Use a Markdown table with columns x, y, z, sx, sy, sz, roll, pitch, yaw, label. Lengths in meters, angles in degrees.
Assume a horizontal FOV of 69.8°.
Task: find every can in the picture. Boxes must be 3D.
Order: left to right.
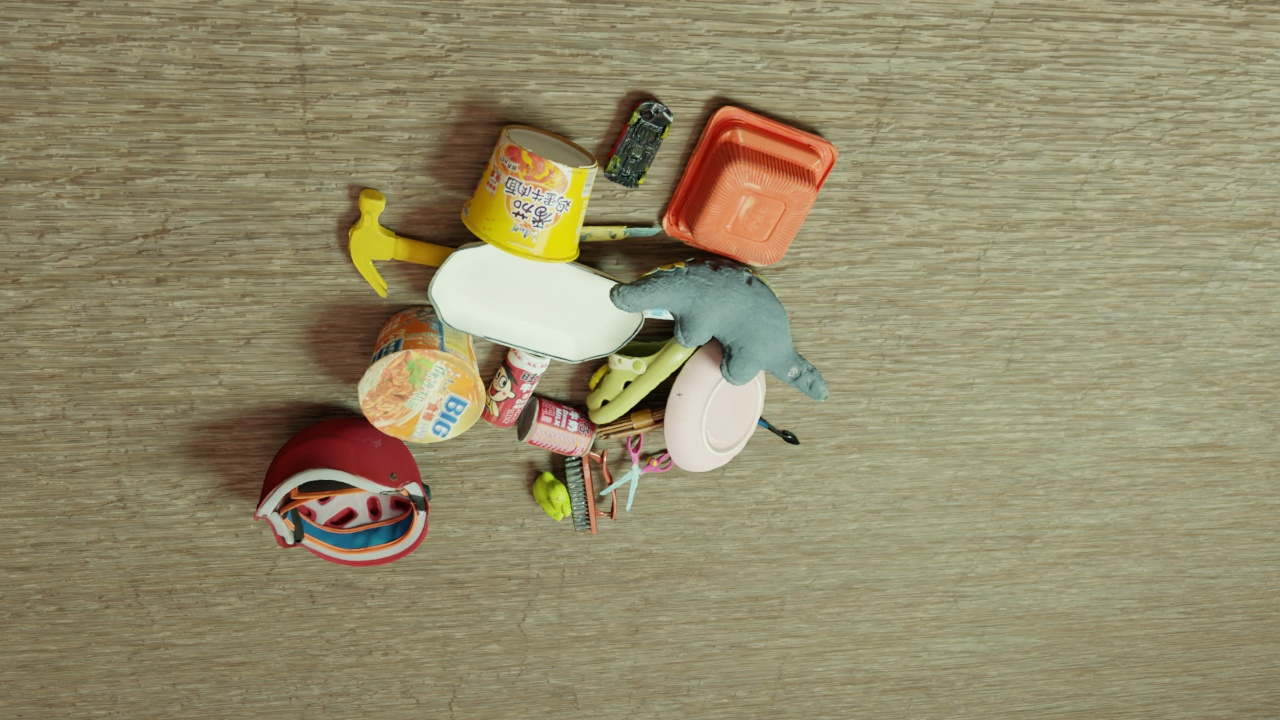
| x | y | z | sx | sy | sz | roll | pitch | yaw | label |
| --- | --- | --- | --- | --- | --- | --- | --- | --- | --- |
| -0.166 | 0.028 | 1.214 | 0.053 | 0.053 | 0.133 | 19 | 123 | -23 | can |
| -0.115 | 0.093 | 1.267 | 0.093 | 0.066 | 0.067 | 19 | 123 | -23 | can |

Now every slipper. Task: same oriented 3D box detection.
| x | y | z | sx | sy | sz | roll | pitch | yaw | label |
| --- | --- | --- | --- | --- | --- | --- | --- | --- | --- |
| -0.007 | 0.007 | 1.218 | 0.191 | 0.091 | 0.081 | -38 | 90 | 28 | slipper |

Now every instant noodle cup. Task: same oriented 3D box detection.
| x | y | z | sx | sy | sz | roll | pitch | yaw | label |
| --- | --- | --- | --- | --- | --- | --- | --- | --- | --- |
| -0.270 | 0.012 | 1.145 | 0.151 | 0.111 | 0.152 | -5 | 129 | -6 | instant noodle cup |
| -0.116 | -0.186 | 1.005 | 0.138 | 0.138 | 0.110 | 13 | 117 | -20 | instant noodle cup |
| 0.127 | -0.187 | 1.077 | 0.164 | 0.079 | 0.189 | 14 | 130 | -15 | instant noodle cup |

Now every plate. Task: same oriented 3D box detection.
| x | y | z | sx | sy | sz | roll | pitch | yaw | label |
| --- | --- | --- | --- | --- | --- | --- | --- | --- | --- |
| -0.121 | -0.075 | 1.103 | 0.265 | 0.034 | 0.162 | 17 | 136 | -29 | plate |
| 0.110 | 0.064 | 1.231 | 0.191 | 0.039 | 0.193 | -21 | 121 | -40 | plate |

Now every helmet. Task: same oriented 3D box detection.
| x | y | z | sx | sy | sz | roll | pitch | yaw | label |
| --- | --- | --- | --- | --- | --- | --- | --- | --- | --- |
| -0.389 | 0.168 | 1.235 | 0.207 | 0.143 | 0.240 | -14 | 144 | 2 | helmet |

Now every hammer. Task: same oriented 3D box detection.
| x | y | z | sx | sy | sz | roll | pitch | yaw | label |
| --- | --- | --- | --- | --- | --- | --- | --- | --- | --- |
| -0.197 | -0.116 | 1.105 | 0.300 | 0.032 | 0.129 | 10 | 127 | -17 | hammer |

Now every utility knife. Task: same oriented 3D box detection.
| x | y | z | sx | sy | sz | roll | pitch | yaw | label |
| --- | --- | --- | --- | --- | --- | --- | --- | --- | --- |
| -0.070 | -0.155 | 1.108 | 0.190 | 0.020 | 0.031 | -7 | 157 | -9 | utility knife |

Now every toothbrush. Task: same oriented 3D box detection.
| x | y | z | sx | sy | sz | roll | pitch | yaw | label |
| --- | --- | --- | --- | --- | --- | --- | --- | --- | --- |
| 0.165 | 0.083 | 1.346 | 0.189 | 0.016 | 0.014 | 29 | 128 | -26 | toothbrush |

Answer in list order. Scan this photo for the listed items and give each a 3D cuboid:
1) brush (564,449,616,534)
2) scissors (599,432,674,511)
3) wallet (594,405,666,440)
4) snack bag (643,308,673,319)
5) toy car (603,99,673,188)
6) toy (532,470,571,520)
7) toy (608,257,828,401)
| x | y | z | sx | sy | sz | roll | pitch | yaw | label |
| --- | --- | --- | --- | --- | --- | --- | --- | --- | --- |
| -0.072 | 0.185 | 1.354 | 0.069 | 0.063 | 0.146 | -6 | 128 | -2 | brush |
| -0.006 | 0.156 | 1.343 | 0.133 | 0.017 | 0.130 | -29 | 120 | -21 | scissors |
| 0.006 | 0.085 | 1.262 | 0.131 | 0.119 | 0.035 | -15 | 85 | 2 | wallet |
| 0.026 | -0.070 | 1.186 | 0.104 | 0.026 | 0.048 | 1 | 122 | -10 | snack bag |
| -0.003 | -0.245 | 1.035 | 0.049 | 0.031 | 0.107 | 16 | 125 | -22 | toy car |
| -0.130 | 0.198 | 1.345 | 0.031 | 0.100 | 0.097 | -30 | 115 | -26 | toy |
| 0.112 | -0.052 | 1.144 | 0.356 | 0.137 | 0.092 | 28 | 149 | -30 | toy |
